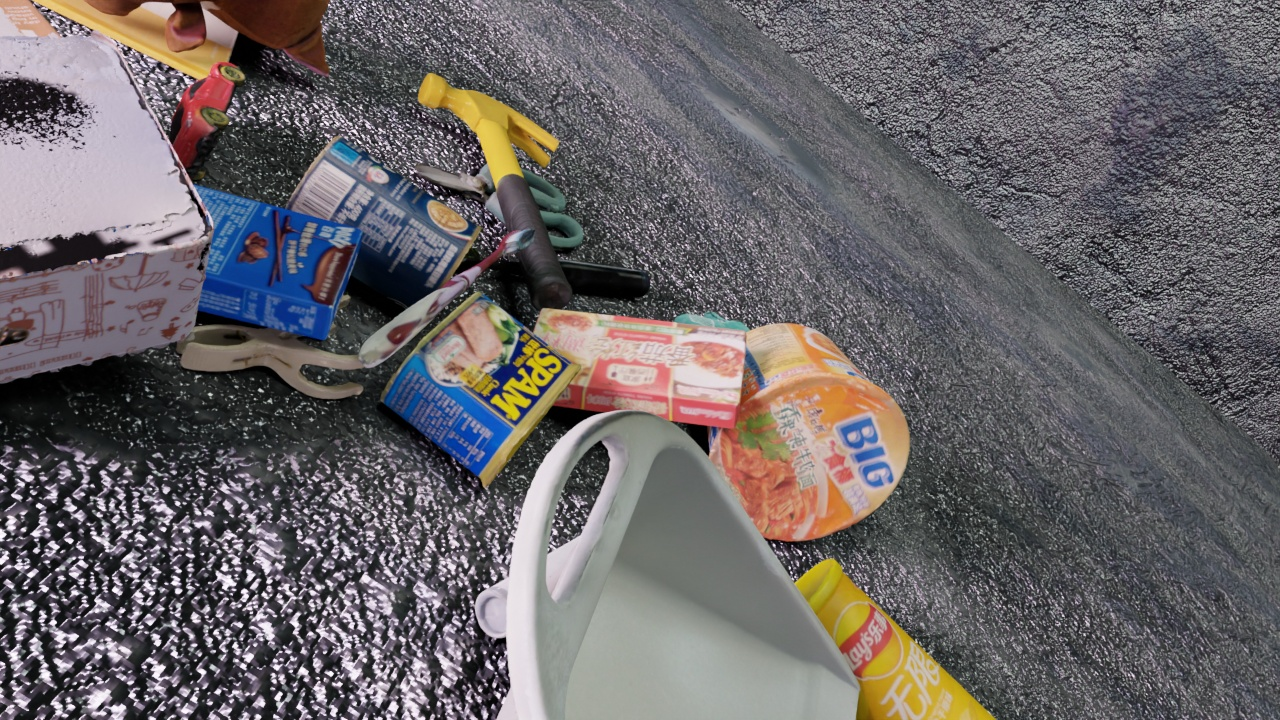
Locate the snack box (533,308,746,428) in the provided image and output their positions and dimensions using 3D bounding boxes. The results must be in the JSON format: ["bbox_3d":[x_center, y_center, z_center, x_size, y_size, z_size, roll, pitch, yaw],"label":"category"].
[{"bbox_3d":[-0.004,0.004,0.647,0.153,0.025,0.075,7,44,6],"label":"snack box"}]

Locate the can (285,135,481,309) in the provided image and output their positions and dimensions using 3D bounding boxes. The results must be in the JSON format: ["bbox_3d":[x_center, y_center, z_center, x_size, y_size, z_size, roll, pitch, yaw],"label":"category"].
[{"bbox_3d":[-0.173,-0.088,0.610,0.111,0.075,0.075,33,29,-14],"label":"can"}]

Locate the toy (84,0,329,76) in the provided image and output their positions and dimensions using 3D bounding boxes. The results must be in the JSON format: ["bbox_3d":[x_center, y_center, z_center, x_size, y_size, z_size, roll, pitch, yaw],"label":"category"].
[{"bbox_3d":[-0.314,-0.292,0.679,0.131,0.140,0.199,9,9,33],"label":"toy"}]

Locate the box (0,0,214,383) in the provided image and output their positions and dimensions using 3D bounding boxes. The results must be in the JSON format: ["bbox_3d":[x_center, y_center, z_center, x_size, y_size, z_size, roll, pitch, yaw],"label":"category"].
[{"bbox_3d":[-0.328,-0.105,0.398,0.178,0.103,0.261,-19,69,-41],"label":"box"}]

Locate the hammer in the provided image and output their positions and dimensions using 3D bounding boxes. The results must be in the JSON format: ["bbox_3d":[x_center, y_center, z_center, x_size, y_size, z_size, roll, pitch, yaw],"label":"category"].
[{"bbox_3d":[-0.108,-0.145,0.776,0.128,0.033,0.300,15,35,-33],"label":"hammer"}]

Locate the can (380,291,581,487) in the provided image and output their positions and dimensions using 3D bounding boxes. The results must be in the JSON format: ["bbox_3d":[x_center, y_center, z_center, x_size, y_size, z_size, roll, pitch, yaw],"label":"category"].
[{"bbox_3d":[-0.097,0.015,0.569,0.083,0.057,0.101,38,38,-2],"label":"can"}]

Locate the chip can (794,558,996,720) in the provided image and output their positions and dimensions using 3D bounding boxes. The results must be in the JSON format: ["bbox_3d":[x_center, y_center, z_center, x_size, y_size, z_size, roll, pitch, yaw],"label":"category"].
[{"bbox_3d":[0.178,0.229,0.600,0.213,0.072,0.071,44,28,5],"label":"chip can"}]

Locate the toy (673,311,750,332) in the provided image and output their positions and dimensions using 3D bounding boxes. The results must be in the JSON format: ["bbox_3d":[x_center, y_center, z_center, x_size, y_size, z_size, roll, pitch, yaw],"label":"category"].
[{"bbox_3d":[0.071,-0.027,0.869,0.091,0.030,0.096,8,21,-32],"label":"toy"}]

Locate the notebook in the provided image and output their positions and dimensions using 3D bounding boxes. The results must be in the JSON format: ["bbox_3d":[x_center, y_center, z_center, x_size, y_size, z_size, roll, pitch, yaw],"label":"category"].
[{"bbox_3d":[-0.402,-0.283,0.672,0.206,0.010,0.145,24,33,-30],"label":"notebook"}]

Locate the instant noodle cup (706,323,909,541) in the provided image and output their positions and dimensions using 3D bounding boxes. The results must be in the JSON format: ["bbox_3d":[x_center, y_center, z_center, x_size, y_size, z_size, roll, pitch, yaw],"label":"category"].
[{"bbox_3d":[0.117,0.048,0.714,0.151,0.152,0.111,29,22,-21],"label":"instant noodle cup"}]

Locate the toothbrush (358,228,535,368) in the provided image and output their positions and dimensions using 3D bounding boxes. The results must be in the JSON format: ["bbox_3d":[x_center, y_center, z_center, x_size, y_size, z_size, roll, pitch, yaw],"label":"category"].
[{"bbox_3d":[-0.114,-0.044,0.573,0.187,0.017,0.016,-52,124,-52],"label":"toothbrush"}]

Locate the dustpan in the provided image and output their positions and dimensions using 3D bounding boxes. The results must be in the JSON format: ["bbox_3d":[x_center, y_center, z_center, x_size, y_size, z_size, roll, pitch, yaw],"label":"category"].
[{"bbox_3d":[0.034,0.154,0.426,0.257,0.143,0.222,33,40,-7],"label":"dustpan"}]

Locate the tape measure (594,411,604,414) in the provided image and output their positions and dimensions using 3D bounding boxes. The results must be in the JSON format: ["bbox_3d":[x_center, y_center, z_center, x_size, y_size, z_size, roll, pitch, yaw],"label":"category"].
[{"bbox_3d":[-0.013,0.020,0.700,0.066,0.034,0.065,45,30,9],"label":"tape measure"}]

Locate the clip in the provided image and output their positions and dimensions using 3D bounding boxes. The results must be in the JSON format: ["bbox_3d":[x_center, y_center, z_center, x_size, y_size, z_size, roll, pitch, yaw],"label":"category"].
[{"bbox_3d":[-0.191,-0.001,0.510,0.096,0.035,0.101,42,32,5],"label":"clip"}]

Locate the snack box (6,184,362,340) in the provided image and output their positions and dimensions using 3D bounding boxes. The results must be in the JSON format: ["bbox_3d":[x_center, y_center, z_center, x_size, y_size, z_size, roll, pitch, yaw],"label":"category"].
[{"bbox_3d":[-0.240,-0.063,0.502,0.157,0.026,0.084,14,35,-14],"label":"snack box"}]

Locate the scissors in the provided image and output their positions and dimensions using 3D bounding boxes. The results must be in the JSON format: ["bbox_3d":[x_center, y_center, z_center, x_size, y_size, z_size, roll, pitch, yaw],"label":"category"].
[{"bbox_3d":[-0.116,-0.131,0.805,0.129,0.019,0.184,50,31,17],"label":"scissors"}]

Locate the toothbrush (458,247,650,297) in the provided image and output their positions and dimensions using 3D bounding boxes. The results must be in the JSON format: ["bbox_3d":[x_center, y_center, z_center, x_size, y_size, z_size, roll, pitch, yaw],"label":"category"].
[{"bbox_3d":[-0.070,-0.075,0.772,0.212,0.026,0.027,3,54,-49],"label":"toothbrush"}]

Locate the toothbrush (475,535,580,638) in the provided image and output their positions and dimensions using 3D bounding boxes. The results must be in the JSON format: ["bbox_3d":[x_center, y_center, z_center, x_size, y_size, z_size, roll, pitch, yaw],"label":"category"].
[{"bbox_3d":[-0.021,0.114,0.565,0.026,0.027,0.220,36,25,20],"label":"toothbrush"}]

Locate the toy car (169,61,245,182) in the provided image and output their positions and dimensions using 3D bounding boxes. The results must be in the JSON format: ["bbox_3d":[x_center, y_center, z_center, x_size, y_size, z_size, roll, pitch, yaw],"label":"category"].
[{"bbox_3d":[-0.287,-0.161,0.602,0.031,0.049,0.106,27,33,-28],"label":"toy car"}]
